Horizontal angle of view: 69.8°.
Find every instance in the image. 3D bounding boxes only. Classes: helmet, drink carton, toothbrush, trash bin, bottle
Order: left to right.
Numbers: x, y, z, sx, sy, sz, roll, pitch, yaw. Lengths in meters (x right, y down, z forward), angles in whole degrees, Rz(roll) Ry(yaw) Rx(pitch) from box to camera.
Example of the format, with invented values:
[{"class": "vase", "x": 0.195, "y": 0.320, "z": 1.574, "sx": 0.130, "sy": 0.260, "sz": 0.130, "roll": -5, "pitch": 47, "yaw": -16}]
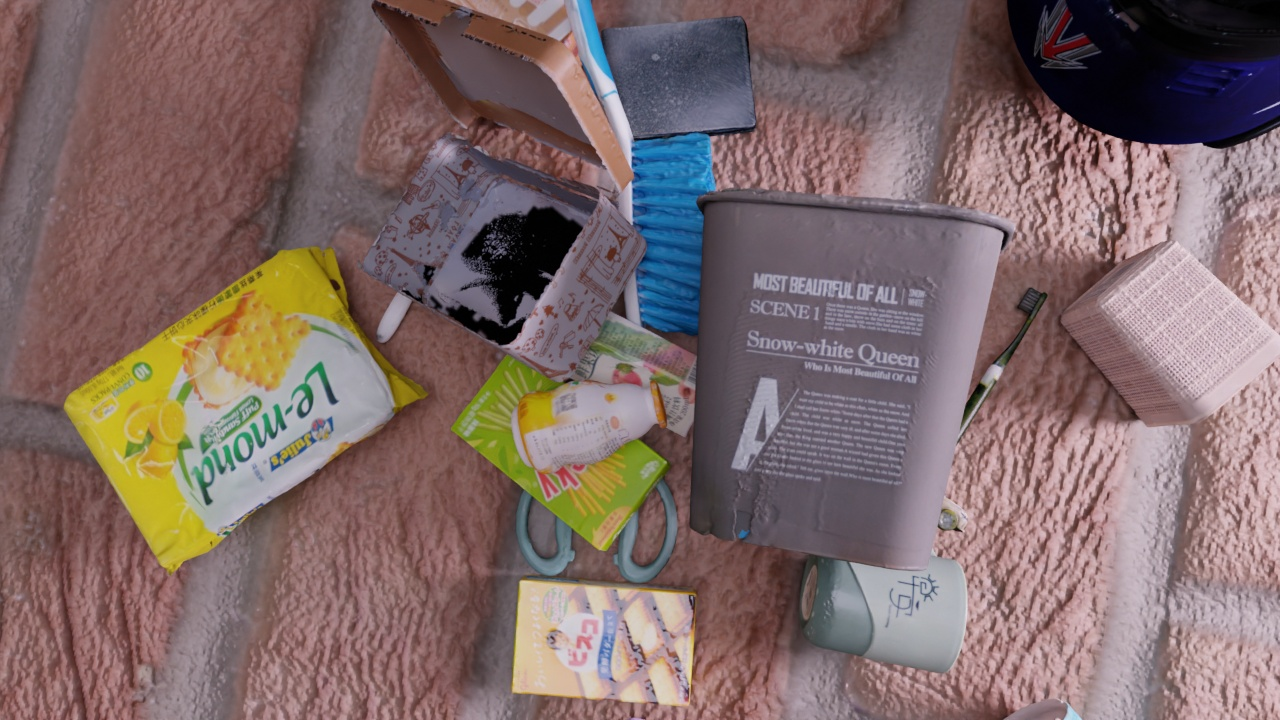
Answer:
[{"class": "toothbrush", "x": -0.171, "y": -0.095, "z": 0.749, "sx": 0.016, "sy": 0.016, "sz": 0.180, "roll": 28, "pitch": 88, "yaw": 17}, {"class": "bottle", "x": -0.036, "y": 0.044, "z": 0.669, "sx": 0.108, "sy": 0.063, "sz": 0.063, "roll": -14, "pitch": 86, "yaw": 5}, {"class": "drink carton", "x": -0.004, "y": 0.004, "z": 0.713, "sx": 0.122, "sy": 0.054, "sz": 0.045, "roll": 28, "pitch": 44, "yaw": 1}, {"class": "trash bin", "x": 0.129, "y": 0.013, "z": 0.624, "sx": 0.199, "sy": 0.198, "sz": 0.219, "roll": 8, "pitch": 89, "yaw": 15}, {"class": "toothbrush", "x": 0.266, "y": 0.016, "z": 0.711, "sx": 0.017, "sy": 0.012, "sz": 0.185, "roll": 34, "pitch": 75, "yaw": 11}, {"class": "helmet", "x": 0.413, "y": -0.290, "z": 0.625, "sx": 0.316, "sy": 0.240, "sz": 0.247, "roll": -31, "pitch": 86, "yaw": 11}]

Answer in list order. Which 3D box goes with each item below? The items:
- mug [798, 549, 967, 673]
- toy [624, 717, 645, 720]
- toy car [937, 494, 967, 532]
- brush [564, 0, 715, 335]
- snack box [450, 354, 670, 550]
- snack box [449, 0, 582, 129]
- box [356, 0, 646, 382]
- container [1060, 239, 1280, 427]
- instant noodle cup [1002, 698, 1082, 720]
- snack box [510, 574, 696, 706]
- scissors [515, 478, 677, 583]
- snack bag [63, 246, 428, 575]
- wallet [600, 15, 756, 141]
[{"class": "mug", "x": 0.181, "y": 0.169, "z": 0.693, "sx": 0.106, "sy": 0.082, "sz": 0.111, "roll": 11, "pitch": 65, "yaw": 3}, {"class": "toy", "x": -0.024, "y": 0.322, "z": 0.707, "sx": 0.108, "sy": 0.039, "sz": 0.084, "roll": -32, "pitch": 86, "yaw": -3}, {"class": "toy car", "x": 0.213, "y": 0.102, "z": 0.711, "sx": 0.090, "sy": 0.042, "sz": 0.035, "roll": 35, "pitch": 86, "yaw": 4}, {"class": "brush", "x": 0.001, "y": -0.164, "z": 0.689, "sx": 0.109, "sy": 0.060, "sz": 0.315, "roll": 0, "pitch": 108, "yaw": 11}, {"class": "snack box", "x": -0.063, "y": 0.067, "z": 0.716, "sx": 0.156, "sy": 0.026, "sz": 0.085, "roll": 37, "pitch": 86, "yaw": 14}, {"class": "snack box", "x": -0.105, "y": -0.256, "z": 0.727, "sx": 0.094, "sy": 0.077, "sz": 0.093, "roll": -43, "pitch": 86, "yaw": -1}, {"class": "box", "x": -0.116, "y": -0.107, "z": 0.636, "sx": 0.180, "sy": 0.217, "sz": 0.157, "roll": 29, "pitch": 76, "yaw": 31}, {"class": "container", "x": 0.393, "y": -0.021, "z": 0.692, "sx": 0.090, "sy": 0.090, "sz": 0.111, "roll": -41, "pitch": 83, "yaw": -1}, {"class": "instant noodle cup", "x": 0.315, "y": 0.319, "z": 0.668, "sx": 0.111, "sy": 0.111, "sz": 0.120, "roll": -33, "pitch": 78, "yaw": -1}, {"class": "snack box", "x": -0.028, "y": 0.218, "z": 0.717, "sx": 0.140, "sy": 0.034, "sz": 0.087, "roll": 4, "pitch": 86, "yaw": 4}, {"class": "scissors", "x": -0.017, "y": 0.096, "z": 0.730, "sx": 0.161, "sy": 0.019, "sz": 0.179, "roll": 20, "pitch": 83, "yaw": 7}, {"class": "snack bag", "x": -0.309, "y": 0.035, "z": 0.720, "sx": 0.246, "sy": 0.068, "sz": 0.158, "roll": -34, "pitch": 85, "yaw": -1}, {"class": "wallet", "x": 0.032, "y": -0.230, "z": 0.751, "sx": 0.121, "sy": 0.019, "sz": 0.097, "roll": -5, "pitch": 85, "yaw": 0}]
